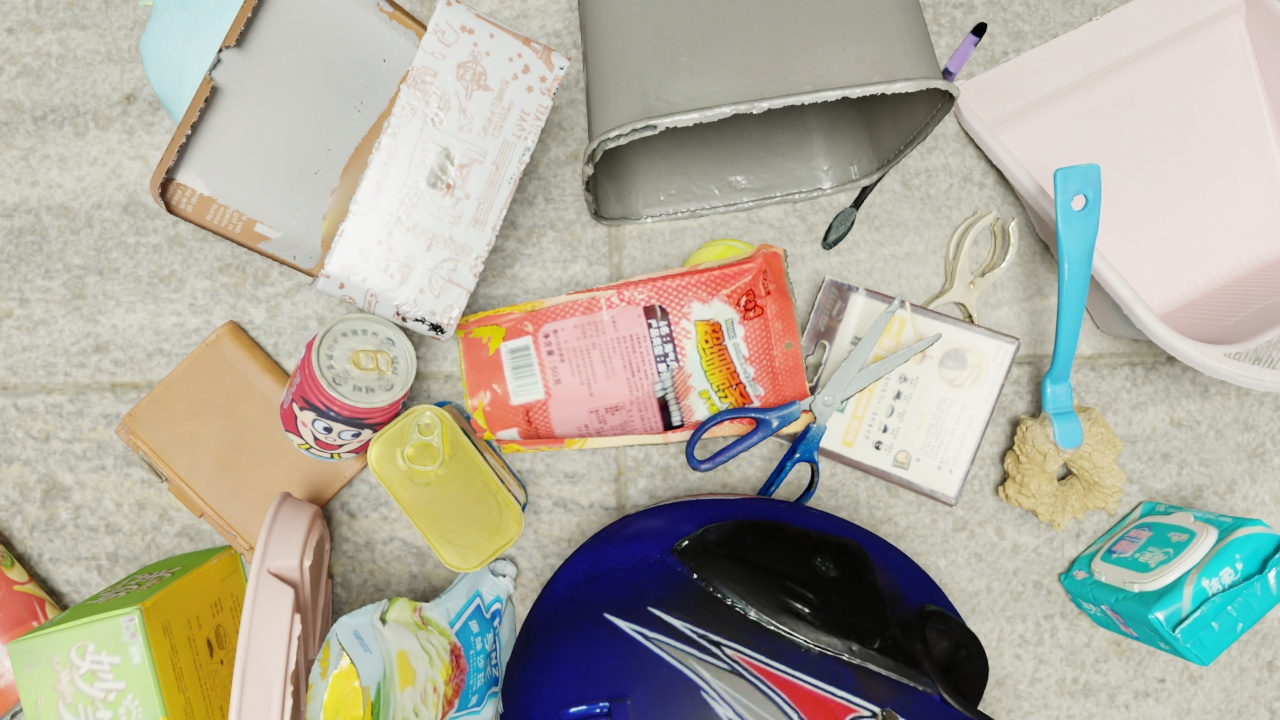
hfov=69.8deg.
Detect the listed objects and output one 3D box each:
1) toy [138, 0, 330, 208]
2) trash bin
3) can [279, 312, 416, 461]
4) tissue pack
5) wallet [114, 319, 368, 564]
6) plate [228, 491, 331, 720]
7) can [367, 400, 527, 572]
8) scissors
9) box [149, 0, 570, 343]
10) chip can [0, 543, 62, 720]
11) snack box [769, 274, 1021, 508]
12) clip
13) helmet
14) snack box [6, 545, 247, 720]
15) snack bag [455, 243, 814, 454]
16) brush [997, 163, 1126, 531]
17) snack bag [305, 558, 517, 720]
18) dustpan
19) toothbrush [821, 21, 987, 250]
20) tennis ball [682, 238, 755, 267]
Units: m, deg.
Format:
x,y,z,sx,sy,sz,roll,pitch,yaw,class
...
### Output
x,y,z,sx,sy,sz,roll,pitch,yaw,class
-0.254,-0.173,0.585,0.156,0.050,0.161,26,98,-11,toy
0.047,-0.212,0.533,0.198,0.199,0.219,-10,86,-2,trash bin
-0.179,0.017,0.562,0.066,0.094,0.066,14,60,-25,can
0.339,0.137,0.580,0.093,0.133,0.050,-39,89,-5,tissue pack
-0.260,0.056,0.601,0.132,0.031,0.107,45,86,-3,wallet
-0.195,0.189,0.512,0.028,0.230,0.229,3,92,-14,plate
-0.117,0.075,0.581,0.057,0.083,0.102,-37,93,-2,can
0.107,0.037,0.560,0.165,0.012,0.157,-12,120,2,scissors
-0.167,-0.133,0.536,0.187,0.155,0.183,24,89,-18,box
-0.444,0.127,0.575,0.073,0.073,0.216,-39,94,-1,chip can
0.162,0.018,0.593,0.126,0.053,0.113,21,96,18,snack box
0.219,-0.054,0.620,0.071,0.034,0.100,21,99,-4,clip
0.082,0.203,0.513,0.315,0.239,0.248,16,129,4,helmet
-0.272,0.231,0.542,0.070,0.158,0.210,-13,92,-6,snack box
-0.003,0.003,0.566,0.208,0.073,0.129,-10,120,9,snack bag
0.268,0.002,0.574,0.083,0.045,0.255,-8,118,5,brush
-0.119,0.182,0.538,0.039,0.190,0.110,-6,87,20,snack bag
0.367,-0.119,0.570,0.222,0.139,0.273,-28,93,-1,dustpan
0.179,-0.153,0.620,0.014,0.016,0.189,35,90,11,toothbrush
0.056,-0.046,0.594,0.065,0.065,0.065,0,92,-3,tennis ball
